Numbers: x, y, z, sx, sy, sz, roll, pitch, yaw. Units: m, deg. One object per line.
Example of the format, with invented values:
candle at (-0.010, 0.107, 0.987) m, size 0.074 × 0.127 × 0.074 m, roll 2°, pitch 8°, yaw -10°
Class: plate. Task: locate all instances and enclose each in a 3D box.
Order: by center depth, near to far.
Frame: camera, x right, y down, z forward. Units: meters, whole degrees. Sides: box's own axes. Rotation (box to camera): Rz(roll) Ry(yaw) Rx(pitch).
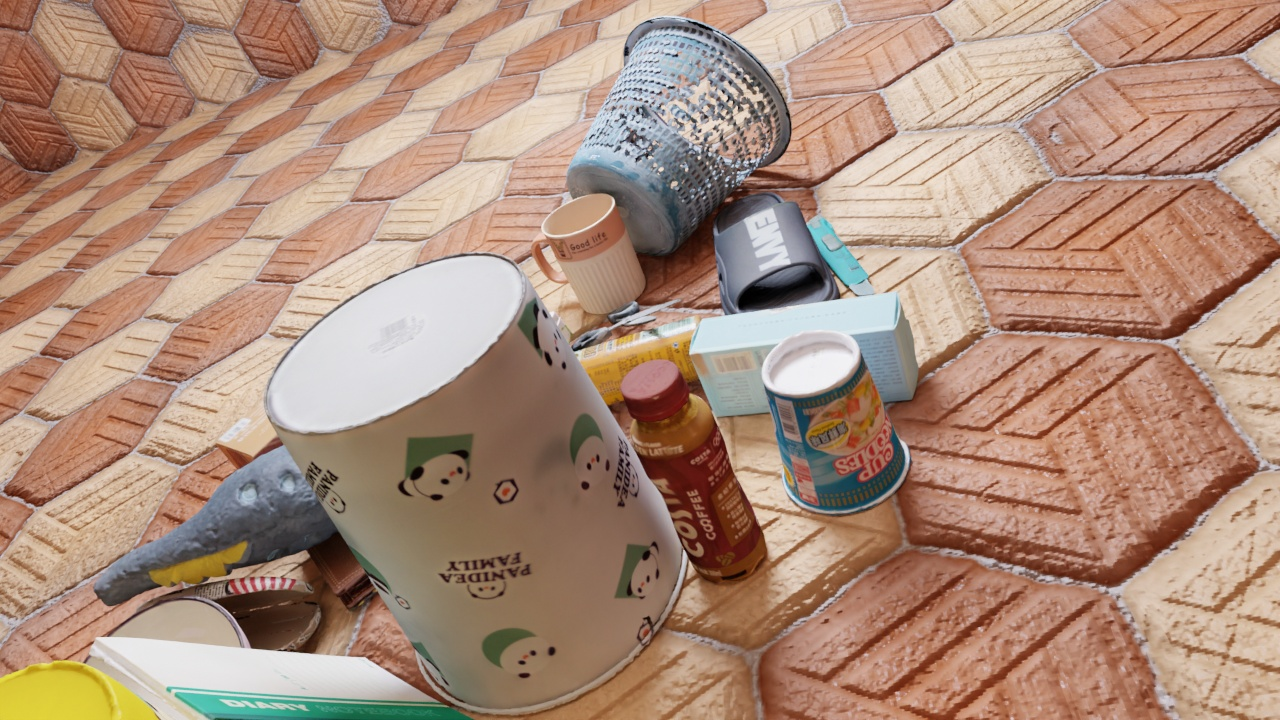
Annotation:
plate at (-0.366, 0.278, 0.696) m, size 0.193 × 0.039 × 0.192 m, roll -12°, pitch 55°, yaw 18°

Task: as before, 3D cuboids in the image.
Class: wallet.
wallet at (-0.245, 0.157, 0.825) m, size 0.101 × 0.032 × 0.125 m, roll -36°, pitch 36°, yaw -22°

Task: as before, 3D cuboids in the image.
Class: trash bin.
trash bin at (-0.249, 0.295, 0.438) m, size 0.230 × 0.255 × 0.229 m, roll -17°, pitch 35°, yaw 12°
trash bin at (-0.113, 0.078, 0.646) m, size 0.230 × 0.252 × 0.229 m, roll -16°, pitch 35°, yaw 11°
trash bin at (0.027, -0.236, 1.044) m, size 0.227 × 0.226 × 0.194 m, roll 15°, pitch 64°, yaw 44°

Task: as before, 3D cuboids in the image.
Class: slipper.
slipper at (0.117, -0.119, 0.922) m, size 0.111 × 0.083 × 0.267 m, roll -22°, pitch 33°, yaw 9°

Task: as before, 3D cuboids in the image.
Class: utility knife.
utility knife at (0.197, -0.107, 0.913) m, size 0.029 × 0.013 × 0.174 m, roll -23°, pitch 34°, yaw 4°

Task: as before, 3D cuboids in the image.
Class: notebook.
notebook at (-0.220, 0.213, 0.594) m, size 0.151 × 0.209 × 0.012 m, roll 7°, pitch 76°, yaw 38°

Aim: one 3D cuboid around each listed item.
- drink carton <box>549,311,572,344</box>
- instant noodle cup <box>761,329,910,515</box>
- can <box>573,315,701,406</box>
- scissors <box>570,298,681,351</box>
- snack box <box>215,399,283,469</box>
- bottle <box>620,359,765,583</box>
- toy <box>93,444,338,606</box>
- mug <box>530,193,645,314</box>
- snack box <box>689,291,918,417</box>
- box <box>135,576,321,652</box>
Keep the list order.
drink carton at (-0.132, -0.004, 0.946) m, size 0.123 × 0.045 × 0.053 m, roll -16°, pitch 41°, yaw 26°
instant noodle cup at (0.135, 0.040, 0.668) m, size 0.099 × 0.110 × 0.099 m, roll -17°, pitch 35°, yaw 12°
can at (-0.005, 0.005, 0.851) m, size 0.146 × 0.058 × 0.058 m, roll -16°, pitch 35°, yaw 13°
scissors at (-0.011, -0.041, 0.901) m, size 0.165 × 0.014 × 0.162 m, roll -31°, pitch 11°, yaw 26°
snack box at (-0.346, 0.090, 0.920) m, size 0.077 × 0.094 × 0.092 m, roll 8°, pitch 46°, yaw 40°
bottle at (0.035, 0.077, 0.623) m, size 0.057 × 0.175 × 0.057 m, roll -17°, pitch 35°, yaw 12°
toy at (-0.292, 0.107, 0.814) m, size 0.138 × 0.091 × 0.355 m, roll -5°, pitch 23°, yaw 47°
mug at (-0.062, -0.113, 1.003) m, size 0.115 × 0.106 × 0.081 m, roll -6°, pitch 38°, yaw 26°
snack box at (0.133, -0.002, 0.758) m, size 0.175 × 0.074 × 0.051 m, roll -7°, pitch 39°, yaw 25°
box at (-0.350, 0.209, 0.771) m, size 0.163 × 0.086 × 0.076 m, roll -15°, pitch 20°, yaw 20°
